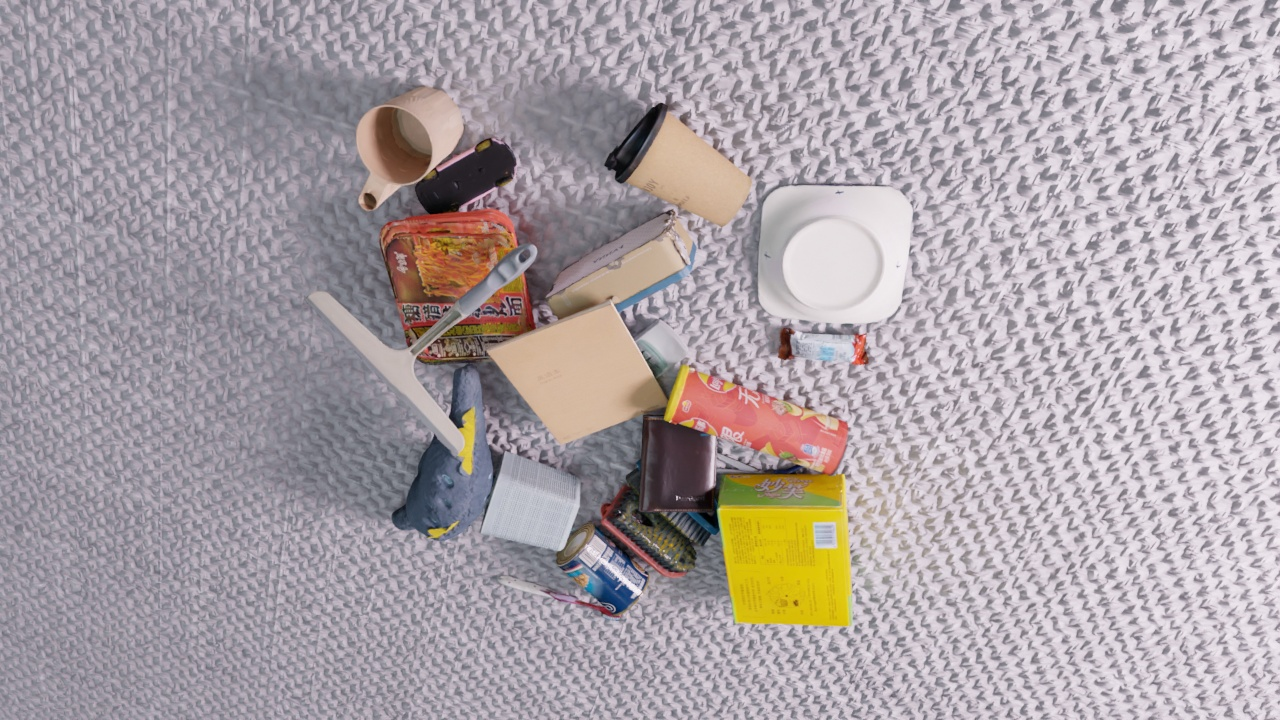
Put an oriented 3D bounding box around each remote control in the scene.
[{"bbox_3d":[-0.007,0.007,1.121,0.135,0.019,0.056,-36,106,26],"label":"remote control"}]

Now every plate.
[{"bbox_3d":[0.210,-0.110,1.008,0.164,0.034,0.164,3,120,10],"label":"plate"}]

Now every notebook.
[{"bbox_3d":[-0.067,0.021,1.073,0.149,0.012,0.211,-21,141,7],"label":"notebook"}]

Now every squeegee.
[{"bbox_3d":[-0.203,-0.055,1.024,0.247,0.039,0.246,-38,102,19],"label":"squeegee"}]

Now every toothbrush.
[{"bbox_3d":[-0.117,0.346,1.332,0.187,0.016,0.017,16,130,1],"label":"toothbrush"}]

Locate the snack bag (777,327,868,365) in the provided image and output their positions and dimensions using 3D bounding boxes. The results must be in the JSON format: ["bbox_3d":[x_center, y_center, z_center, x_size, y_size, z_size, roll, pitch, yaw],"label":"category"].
[{"bbox_3d":[0.212,-0.015,1.063,0.105,0.026,0.045,4,128,10],"label":"snack bag"}]

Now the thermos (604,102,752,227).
[{"bbox_3d":[0.041,-0.201,0.962,0.143,0.092,0.093,30,120,-14],"label":"thermos"}]

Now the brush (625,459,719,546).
[{"bbox_3d":[0.051,0.173,1.184,0.144,0.055,0.073,41,95,-12],"label":"brush"}]

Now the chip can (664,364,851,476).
[{"bbox_3d":[0.139,0.073,1.100,0.216,0.073,0.073,19,120,-1],"label":"chip can"}]

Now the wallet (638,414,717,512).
[{"bbox_3d":[0.047,0.129,1.142,0.096,0.020,0.122,2,93,-5],"label":"wallet"}]

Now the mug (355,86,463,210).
[{"bbox_3d":[-0.253,-0.228,0.991,0.084,0.103,0.125,32,119,-7],"label":"mug"}]

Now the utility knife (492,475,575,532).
[{"bbox_3d":[-0.164,0.196,1.256,0.166,0.018,0.034,30,119,-7],"label":"utility knife"}]

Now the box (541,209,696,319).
[{"bbox_3d":[-0.027,-0.095,1.031,0.185,0.089,0.059,-28,111,25],"label":"box"}]

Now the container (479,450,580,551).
[{"bbox_3d":[-0.141,0.185,1.197,0.111,0.090,0.090,17,108,-8],"label":"container"}]

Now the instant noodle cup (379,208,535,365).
[{"bbox_3d":[-0.205,-0.091,1.072,0.165,0.079,0.189,-2,119,11],"label":"instant noodle cup"}]

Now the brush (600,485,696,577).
[{"bbox_3d":[0.012,0.236,1.225,0.146,0.063,0.069,44,148,-15],"label":"brush"}]

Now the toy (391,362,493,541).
[{"bbox_3d":[-0.251,0.154,1.173,0.137,0.091,0.358,62,139,25],"label":"toy"}]

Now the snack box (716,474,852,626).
[{"bbox_3d":[0.188,0.244,1.175,0.158,0.069,0.210,-2,123,14],"label":"snack box"}]

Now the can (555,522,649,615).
[{"bbox_3d":[-0.052,0.283,1.250,0.075,0.075,0.111,-39,105,26],"label":"can"}]

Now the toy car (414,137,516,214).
[{"bbox_3d":[-0.195,-0.206,1.033,0.122,0.037,0.056,-26,113,10],"label":"toy car"}]

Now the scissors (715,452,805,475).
[{"bbox_3d":[0.168,0.144,1.167,0.147,0.012,0.169,-38,106,27],"label":"scissors"}]
